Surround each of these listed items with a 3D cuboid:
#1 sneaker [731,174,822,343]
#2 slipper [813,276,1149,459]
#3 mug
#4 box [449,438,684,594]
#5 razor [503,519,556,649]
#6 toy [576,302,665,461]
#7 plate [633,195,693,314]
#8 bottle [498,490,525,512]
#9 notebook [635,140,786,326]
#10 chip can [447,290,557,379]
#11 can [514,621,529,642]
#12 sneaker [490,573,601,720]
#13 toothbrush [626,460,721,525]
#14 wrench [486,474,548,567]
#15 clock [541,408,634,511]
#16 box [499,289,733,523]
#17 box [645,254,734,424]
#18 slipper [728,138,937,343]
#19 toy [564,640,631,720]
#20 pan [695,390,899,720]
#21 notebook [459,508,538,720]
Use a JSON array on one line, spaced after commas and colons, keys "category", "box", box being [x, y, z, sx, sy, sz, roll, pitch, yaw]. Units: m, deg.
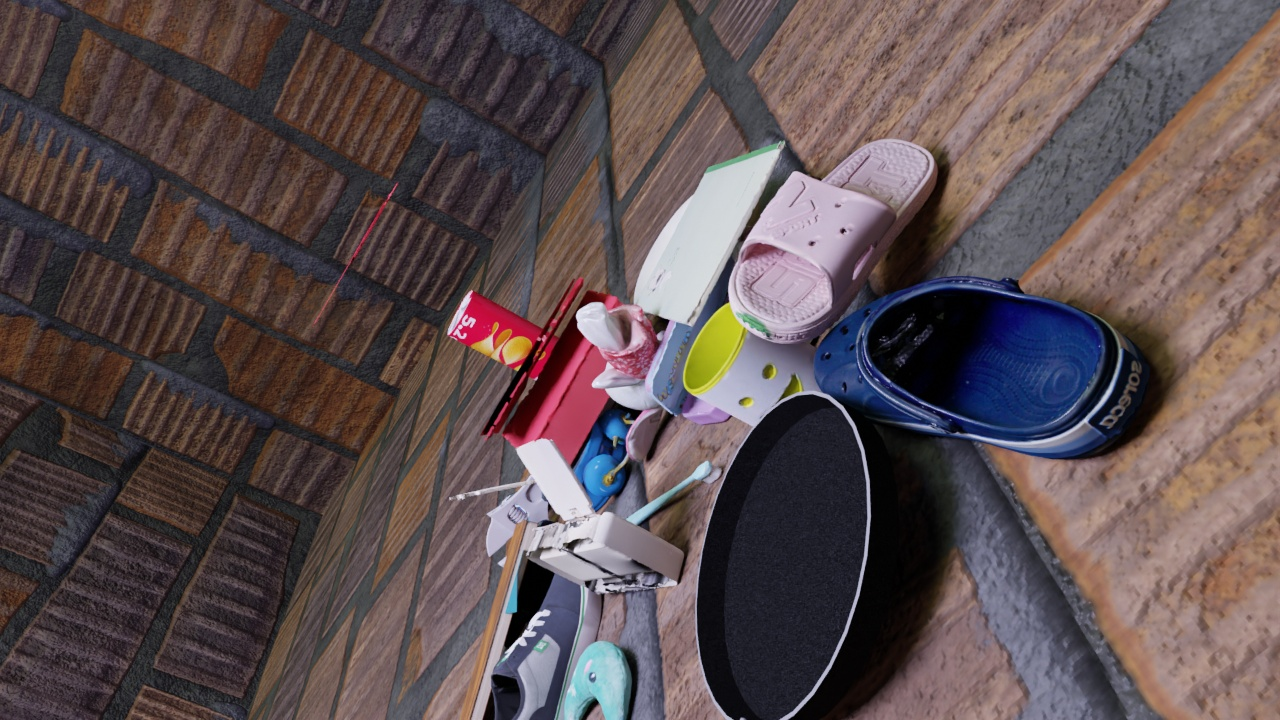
[{"category": "sneaker", "box": [0.118, -0.083, 0.848, 0.119, 0.088, 0.240, -29, 37, 58]}, {"category": "slipper", "box": [0.186, -0.008, 0.565, 0.105, 0.095, 0.253, -65, 22, -4]}, {"category": "mug", "box": [0.100, 0.012, 0.733, 0.083, 0.106, 0.082, -51, 21, 29]}, {"category": "box", "box": [-0.065, 0.142, 0.842, 0.144, 0.191, 0.068, -24, 40, 51]}, {"category": "razor", "box": [-0.120, 0.259, 1.058, 0.067, 0.054, 0.151, -157, 88, -83]}, {"category": "toy", "box": [-0.006, 0.006, 0.957, 0.084, 0.194, 0.158, 5, 65, 26]}, {"category": "plate", "box": [0.055, -0.133, 1.171, 0.183, 0.034, 0.182, -51, 21, 28]}, {"category": "bottle", "box": [-0.155, 0.196, 1.232, 0.113, 0.047, 0.046, -33, 33, 54]}, {"category": "notebook", "box": [0.061, -0.124, 0.917, 0.182, 0.010, 0.252, -62, 13, 1]}, {"category": "chip can", "box": [-0.144, -0.012, 1.224, 0.069, 0.220, 0.069, -51, 21, 28]}, {"category": "can", "box": [-0.126, 0.324, 0.984, 0.079, 0.038, 0.038, -59, 19, 5]}, {"category": "sneaker", "box": [-0.100, 0.287, 0.906, 0.084, 0.079, 0.234, -44, 24, 43]}, {"category": "toothbrush", "box": [0.023, 0.139, 0.899, 0.181, 0.016, 0.016, -42, 28, 48]}, {"category": "wrench", "box": [-0.101, 0.140, 1.160, 0.273, 0.086, 0.018, -55, 17, -13]}, {"category": "clock", "box": [-0.056, 0.117, 1.067, 0.162, 0.060, 0.116, -35, 31, 50]}, {"category": "box", "box": [-0.002, 0.072, 1.140, 0.153, 0.325, 0.213, 26, 84, 55]}, {"category": "box", "box": [0.081, -0.042, 0.932, 0.077, 0.096, 0.213, 87, -155, -72]}, {"category": "slipper", "box": [0.149, -0.111, 0.706, 0.094, 0.064, 0.238, 27, 59, 31]}, {"category": "toy", "box": [-0.038, 0.293, 0.815, 0.105, 0.033, 0.085, -26, 50, 58]}, {"category": "pan", "box": [0.085, 0.195, 0.603, 0.226, 0.034, 0.355, 153, 131, -67]}, {"category": "notebook", "box": [-0.156, 0.285, 1.014, 0.179, 0.014, 0.249, 135, 151, -74]}]
